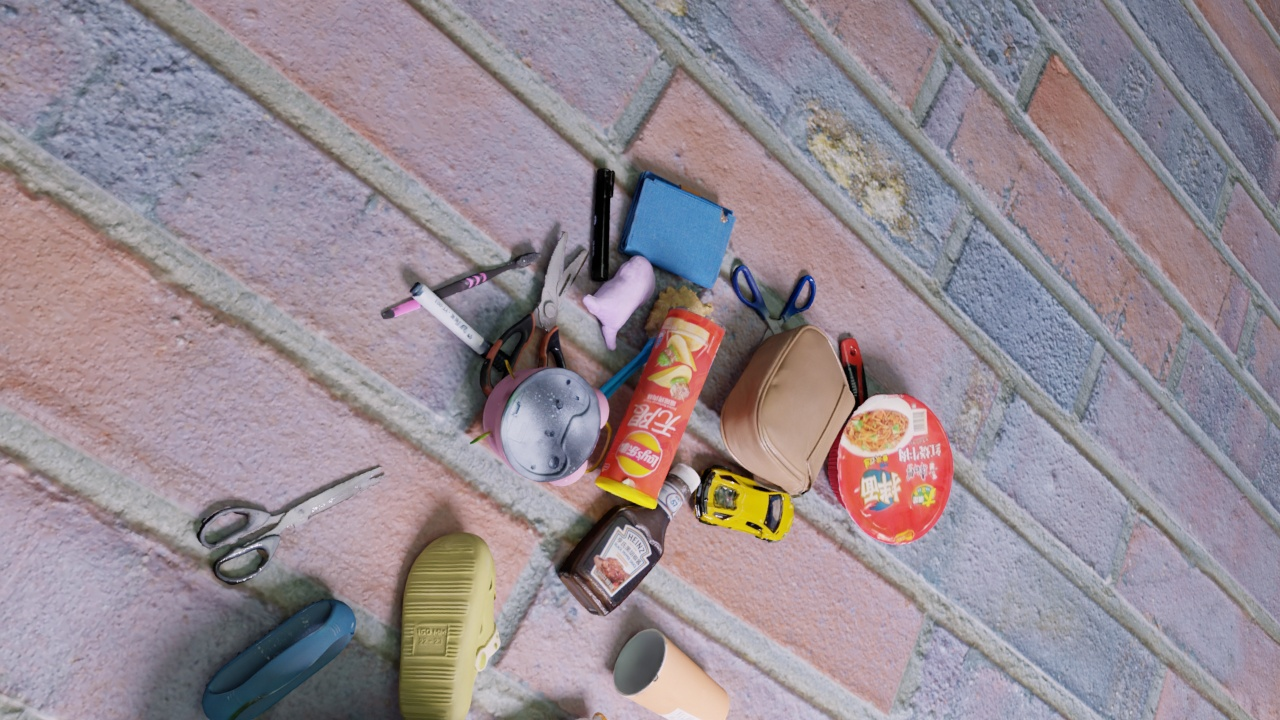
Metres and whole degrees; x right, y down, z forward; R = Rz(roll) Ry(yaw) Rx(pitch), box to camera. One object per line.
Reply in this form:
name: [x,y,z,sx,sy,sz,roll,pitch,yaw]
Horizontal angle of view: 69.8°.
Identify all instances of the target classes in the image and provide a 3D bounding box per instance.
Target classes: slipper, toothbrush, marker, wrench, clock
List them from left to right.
slipper: [-0.183,0.267,0.898,0.081,0.092,0.190,44,48,-61]
marker: [-0.186,-0.035,0.953,0.130,0.018,0.022,45,55,-25]
toothbrush: [-0.184,-0.080,0.966,0.188,0.018,0.014,-26,99,-29]
clock: [-0.091,0.069,0.953,0.158,0.060,0.117,28,80,-35]
marker: [-0.043,-0.156,1.056,0.022,0.020,0.132,1,81,12]
wrench: [0.307,0.104,1.236,0.056,0.016,0.273,-15,92,-32]

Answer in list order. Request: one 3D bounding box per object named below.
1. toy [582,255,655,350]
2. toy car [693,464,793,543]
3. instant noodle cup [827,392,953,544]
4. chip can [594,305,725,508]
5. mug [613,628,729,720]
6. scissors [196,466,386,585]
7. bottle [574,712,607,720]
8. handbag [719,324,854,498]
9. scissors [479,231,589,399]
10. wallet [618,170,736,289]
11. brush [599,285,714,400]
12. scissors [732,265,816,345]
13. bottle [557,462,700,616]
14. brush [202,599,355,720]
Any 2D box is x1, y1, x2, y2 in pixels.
toy: [-0.017,-0.073,1.050,0.107,0.039,0.084,-51,136,-30]
toy car: [0.129,0.175,1.108,0.155,0.041,0.071,22,74,-28]
instant noodle cup: [0.313,0.138,1.190,0.193,0.066,0.193,2,86,-26]
chip can: [0.022,0.050,1.004,0.073,0.073,0.216,29,75,-25]
mug: [0.039,0.362,1.015,0.122,0.078,0.078,42,65,-24]
scissors: [-0.319,0.153,0.864,0.174,0.014,0.136,14,76,-32]
bottle: [-0.081,0.402,0.943,0.108,0.063,0.063,-17,93,-31]
handbag: [0.176,0.059,1.109,0.148,0.100,0.203,52,50,-18]
scissors: [-0.104,-0.032,1.000,0.195,0.015,0.215,-23,103,-42]
wallet: [0.045,-0.157,1.099,0.133,0.040,0.106,19,83,-28]
brush: [-0.006,0.006,1.053,0.254,0.046,0.083,-45,111,-23]
scissors: [0.169,-0.055,1.176,0.162,0.012,0.172,43,67,-22]
bottle: [-0.004,0.192,1.026,0.194,0.044,0.080,-45,104,-28]
brush: [-0.317,0.267,0.813,0.143,0.074,0.055,-35,97,-29]
